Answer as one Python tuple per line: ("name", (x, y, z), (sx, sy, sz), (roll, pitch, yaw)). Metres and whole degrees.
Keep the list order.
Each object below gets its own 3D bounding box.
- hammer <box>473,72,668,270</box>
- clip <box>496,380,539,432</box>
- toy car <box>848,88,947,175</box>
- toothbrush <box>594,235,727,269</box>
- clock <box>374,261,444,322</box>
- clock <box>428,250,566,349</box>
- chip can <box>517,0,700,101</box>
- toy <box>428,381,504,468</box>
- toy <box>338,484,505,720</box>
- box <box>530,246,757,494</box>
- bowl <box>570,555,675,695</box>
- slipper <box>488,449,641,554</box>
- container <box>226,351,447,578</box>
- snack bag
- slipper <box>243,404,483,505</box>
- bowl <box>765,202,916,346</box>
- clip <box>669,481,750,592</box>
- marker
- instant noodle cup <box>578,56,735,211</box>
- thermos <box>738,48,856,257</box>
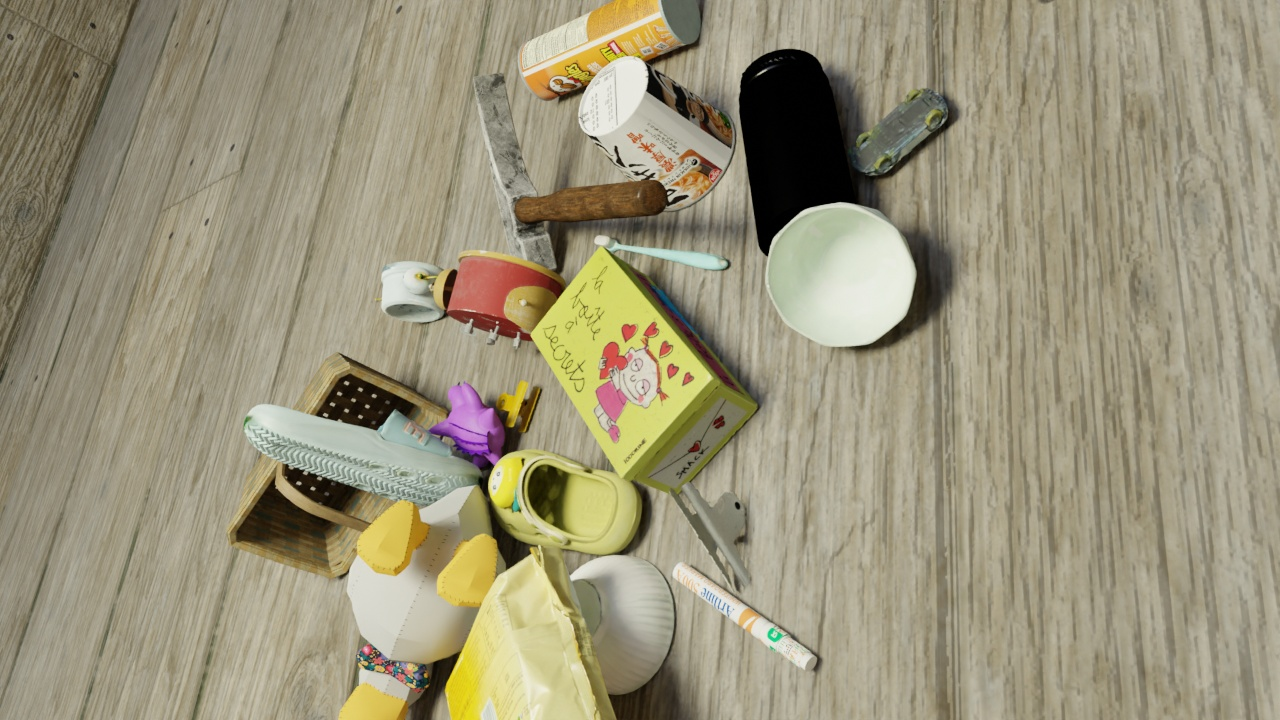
("hammer", (-0.073, -0.189, 0.895), (0.301, 0.037, 0.218), (11, 116, 58))
("clip", (-0.131, 0.049, 0.983), (0.049, 0.044, 0.054), (154, 134, -75))
("toy car", (0.220, -0.191, 0.781), (0.090, 0.027, 0.038), (-40, 52, 18))
("toothbrush", (0.018, -0.109, 0.928), (0.181, 0.016, 0.016), (16, 80, 43))
("clock", (-0.267, -0.087, 1.118), (0.118, 0.083, 0.057), (-14, 67, 40))
("clock", (-0.159, -0.060, 0.987), (0.159, 0.117, 0.081), (7, 78, 35))
("chip can", (-0.040, -0.367, 1.057), (0.216, 0.075, 0.075), (-8, 65, 38))
("toy", (-0.177, 0.074, 0.970), (0.088, 0.055, 0.106), (15, 120, 37))
("toy", (-0.206, 0.227, 0.869), (0.268, 0.141, 0.246), (115, 178, -51))
("box", (-0.005, 0.005, 0.849), (0.124, 0.082, 0.221), (-47, 48, 14))
("bowl", (-0.035, 0.221, 0.785), (0.118, 0.062, 0.118), (-19, 59, 34))
("slipper", (-0.086, 0.131, 0.861), (0.191, 0.081, 0.091), (7, 78, 41))
("container", (-0.338, 0.130, 1.030), (0.250, 0.157, 0.186), (-54, 35, 7))
("snack bag", (-0.101, 0.282, 0.750), (0.159, 0.068, 0.248), (63, 142, 36))
("slipper", (-0.269, 0.085, 0.926), (0.104, 0.245, 0.074), (-33, 43, 51))
("bowl", (0.164, -0.075, 0.735), (0.118, 0.117, 0.061), (-23, 12, 32))
("clip", (0.067, 0.130, 0.747), (0.047, 0.102, 0.056), (-24, 13, 34))
("marker", (0.079, 0.201, 0.727), (0.145, 0.017, 0.017), (26, 88, 45))
("instant noodle cup", (0.010, -0.232, 0.917), (0.124, 0.121, 0.123), (-19, 59, 34))
("thermos", (0.135, -0.192, 0.814), (0.086, 0.086, 0.198), (-23, 57, 32))
